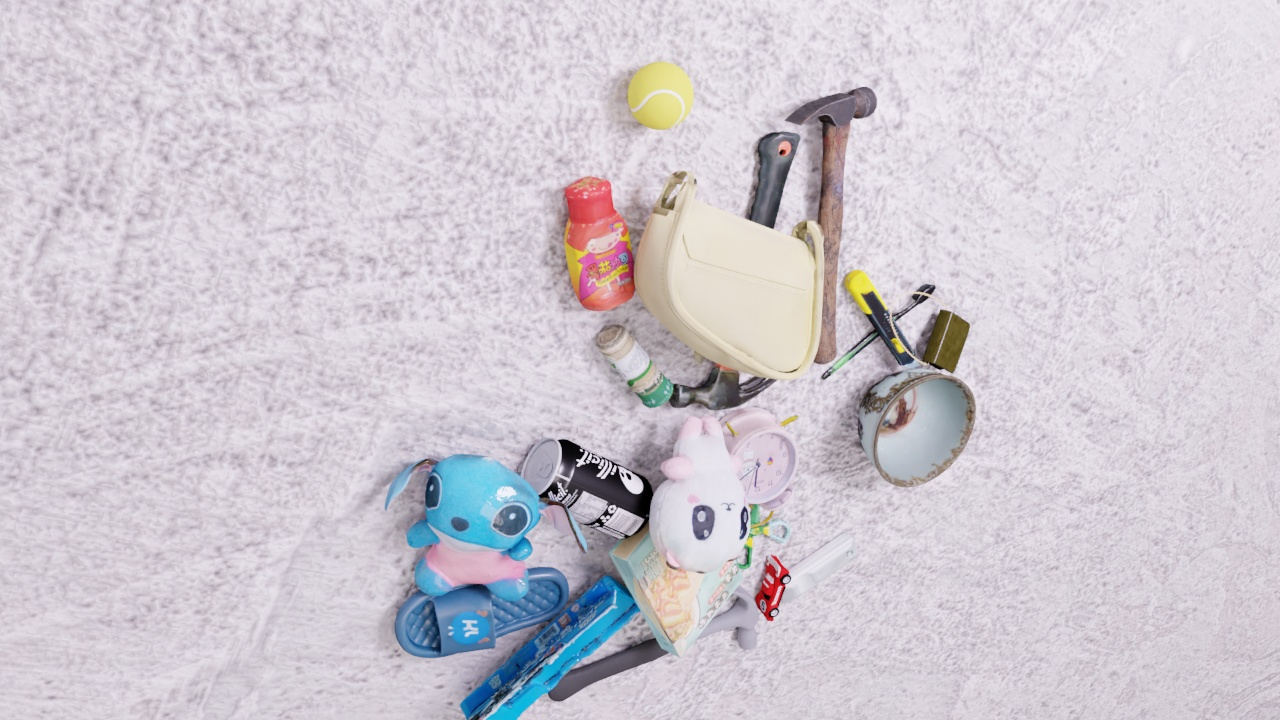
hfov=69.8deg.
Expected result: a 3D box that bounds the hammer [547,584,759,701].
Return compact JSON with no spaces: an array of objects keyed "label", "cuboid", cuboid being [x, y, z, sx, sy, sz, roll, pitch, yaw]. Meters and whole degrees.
[{"label":"hammer","cuboid":[0.021,0.387,1.241,0.310,0.029,0.125,-16,120,-17]}]

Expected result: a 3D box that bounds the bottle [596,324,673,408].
[{"label":"bottle","cuboid":[-0.006,0.006,1.037,0.042,0.042,0.110,-41,124,-3]}]

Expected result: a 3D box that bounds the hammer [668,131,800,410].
[{"label":"hammer","cuboid":[0.125,-0.097,1.059,0.133,0.033,0.334,1,112,-24]}]

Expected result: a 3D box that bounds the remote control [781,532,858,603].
[{"label":"remote control","cuboid":[0.254,0.299,1.312,0.133,0.022,0.050,-32,123,-9]}]

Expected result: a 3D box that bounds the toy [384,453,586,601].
[{"label":"toy","cuboid":[-0.166,0.188,0.999,0.224,0.098,0.192,12,125,3]}]

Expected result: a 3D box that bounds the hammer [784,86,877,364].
[{"label":"hammer","cuboid":[0.214,-0.141,1.069,0.119,0.033,0.331,-23,125,-30]}]

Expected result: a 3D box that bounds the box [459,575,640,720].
[{"label":"box","cuboid":[-0.118,0.358,1.116,0.243,0.060,0.175,-41,161,-2]}]

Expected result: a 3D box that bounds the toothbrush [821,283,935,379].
[{"label":"toothbrush","cuboid":[0.306,-0.038,1.185,0.188,0.017,0.014,-40,120,0]}]

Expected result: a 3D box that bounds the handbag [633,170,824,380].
[{"label":"handbag","cuboid":[0.095,-0.083,0.991,0.232,0.089,0.191,15,93,-32]}]

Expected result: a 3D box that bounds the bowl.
[{"label":"bowl","cuboid":[0.346,0.075,1.206,0.159,0.094,0.160,-10,117,-21]}]

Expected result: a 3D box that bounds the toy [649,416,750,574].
[{"label":"toy","cuboid":[0.069,0.153,1.057,0.138,0.102,0.179,6,86,-39]}]

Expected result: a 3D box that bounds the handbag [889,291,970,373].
[{"label":"handbag","cuboid":[0.363,-0.041,1.174,0.178,0.027,0.084,21,88,-44]}]

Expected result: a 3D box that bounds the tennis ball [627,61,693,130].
[{"label":"tennis ball","cuboid":[0.020,-0.261,0.907,0.065,0.065,0.065,-10,117,-21]}]

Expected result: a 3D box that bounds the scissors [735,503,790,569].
[{"label":"scissors","cuboid":[0.160,0.227,1.240,0.123,0.011,0.127,-9,118,-23]}]

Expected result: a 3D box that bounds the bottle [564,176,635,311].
[{"label":"bottle","cuboid":[-0.045,-0.122,0.951,0.071,0.048,0.134,-28,123,-31]}]

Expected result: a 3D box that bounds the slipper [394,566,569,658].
[{"label":"slipper","cuboid":[-0.182,0.303,1.086,0.213,0.059,0.104,-8,118,-25]}]

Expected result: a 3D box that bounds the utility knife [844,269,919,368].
[{"label":"utility knife","cuboid":[0.310,-0.047,1.163,0.029,0.020,0.174,-40,118,2]}]

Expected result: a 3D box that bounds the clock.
[{"label":"clock","cuboid":[0.141,0.140,1.154,0.116,0.059,0.158,-7,111,-22]}]

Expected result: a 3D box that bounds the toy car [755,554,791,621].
[{"label":"toy car","cuboid":[0.182,0.317,1.277,0.025,0.038,0.090,7,110,-25]}]

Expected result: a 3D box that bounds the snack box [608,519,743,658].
[{"label":"snack box","cuboid":[0.049,0.259,1.157,0.141,0.044,0.194,-45,127,-28]}]

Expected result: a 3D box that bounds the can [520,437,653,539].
[{"label":"can","cuboid":[-0.059,0.148,1.056,0.146,0.080,0.080,30,98,-33]}]
